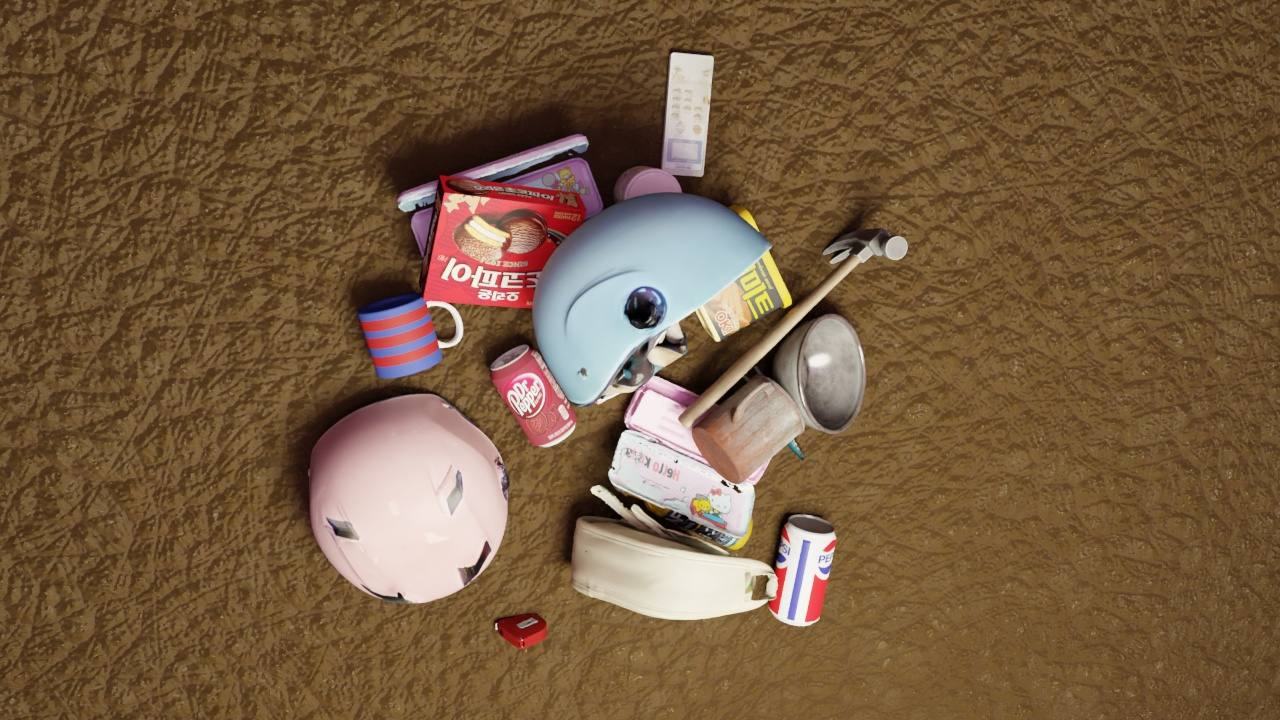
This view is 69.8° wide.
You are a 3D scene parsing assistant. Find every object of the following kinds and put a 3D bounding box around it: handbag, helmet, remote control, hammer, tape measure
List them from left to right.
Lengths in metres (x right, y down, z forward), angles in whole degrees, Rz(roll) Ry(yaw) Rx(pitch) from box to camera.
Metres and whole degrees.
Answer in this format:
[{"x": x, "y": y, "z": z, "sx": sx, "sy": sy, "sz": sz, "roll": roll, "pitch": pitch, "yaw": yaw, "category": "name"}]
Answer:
[{"x": -0.259, "y": 0.176, "z": 1.054, "sx": 0.230, "sy": 0.152, "sz": 0.256, "roll": -19, "pitch": 114, "yaw": -10, "category": "helmet"}, {"x": -0.149, "y": 0.341, "z": 1.170, "sx": 0.051, "sy": 0.059, "sz": 0.019, "roll": -15, "pitch": 110, "yaw": -40, "category": "tape measure"}, {"x": -0.001, "y": -0.078, "z": 0.942, "sx": 0.266, "sy": 0.225, "sz": 0.167, "roll": -33, "pitch": 96, "yaw": 19, "category": "helmet"}, {"x": 0.031, "y": 0.222, "z": 1.092, "sx": 0.183, "sy": 0.229, "sz": 0.132, "roll": 4, "pitch": 92, "yaw": -25, "category": "handbag"}, {"x": 0.054, "y": -0.283, "z": 1.061, "sx": 0.050, "sy": 0.011, "sz": 0.136, "roll": 1, "pitch": 105, "yaw": -12, "category": "remote control"}, {"x": 0.171, "y": -0.036, "z": 1.094, "sx": 0.331, "sy": 0.119, "sz": 0.031, "roll": -46, "pitch": 109, "yaw": 2, "category": "hammer"}]

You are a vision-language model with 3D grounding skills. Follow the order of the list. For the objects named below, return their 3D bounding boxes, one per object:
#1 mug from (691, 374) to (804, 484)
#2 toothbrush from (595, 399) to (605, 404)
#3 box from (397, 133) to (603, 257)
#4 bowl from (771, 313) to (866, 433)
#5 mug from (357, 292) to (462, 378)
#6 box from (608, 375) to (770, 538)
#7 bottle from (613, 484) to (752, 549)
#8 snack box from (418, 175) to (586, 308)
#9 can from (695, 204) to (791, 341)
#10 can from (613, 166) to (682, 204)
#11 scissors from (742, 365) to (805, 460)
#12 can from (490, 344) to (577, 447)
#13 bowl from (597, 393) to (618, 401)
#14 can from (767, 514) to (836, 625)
[{"x": 0.126, "y": 0.074, "z": 1.079, "sx": 0.110, "sy": 0.096, "sz": 0.123, "roll": -42, "pitch": 150, "yaw": -20, "category": "mug"}, {"x": -0.007, "y": 0.007, "z": 1.124, "sx": 0.135, "sy": 0.016, "sz": 0.021, "roll": -43, "pitch": 109, "yaw": 2, "category": "toothbrush"}, {"x": -0.148, "y": -0.173, "z": 0.999, "sx": 0.214, "sy": 0.092, "sz": 0.090, "roll": -20, "pitch": 88, "yaw": -6, "category": "box"}, {"x": 0.211, "y": 0.016, "z": 1.129, "sx": 0.144, "sy": 0.067, "sz": 0.145, "roll": 2, "pitch": 88, "yaw": -45, "category": "bowl"}, {"x": -0.255, "y": -0.035, "z": 1.038, "sx": 0.111, "sy": 0.075, "sz": 0.076, "roll": -24, "pitch": 111, "yaw": -33, "category": "mug"}, {"x": 0.064, "y": 0.120, "z": 1.145, "sx": 0.201, "sy": 0.059, "sz": 0.155, "roll": 26, "pitch": 78, "yaw": -17, "category": "box"}, {"x": 0.054, "y": 0.182, "z": 1.165, "sx": 0.186, "sy": 0.053, "sz": 0.053, "roll": 27, "pitch": 98, "yaw": -17, "category": "bottle"}, {"x": -0.151, "y": -0.123, "z": 0.993, "sx": 0.152, "sy": 0.035, "sz": 0.133, "roll": 3, "pitch": 128, "yaw": -25, "category": "snack box"}, {"x": 0.102, "y": -0.102, "z": 1.090, "sx": 0.101, "sy": 0.072, "sz": 0.131, "roll": -29, "pitch": 109, "yaw": 0, "category": "can"}, {"x": 0.008, "y": -0.186, "z": 1.043, "sx": 0.067, "sy": 0.076, "sz": 0.067, "roll": -3, "pitch": 105, "yaw": -11, "category": "can"}, {"x": 0.192, "y": 0.068, "z": 1.182, "sx": 0.120, "sy": 0.019, "sz": 0.150, "roll": -9, "pitch": 105, "yaw": -9, "category": "scissors"}, {"x": -0.126, "y": 0.043, "z": 1.084, "sx": 0.063, "sy": 0.063, "sz": 0.114, "roll": -30, "pitch": 109, "yaw": -3, "category": "can"}, {"x": -0.059, "y": -0.008, "z": 1.088, "sx": 0.104, "sy": 0.054, "sz": 0.105, "roll": -4, "pitch": 105, "yaw": -15, "category": "bowl"}, {"x": 0.214, "y": 0.278, "z": 1.216, "sx": 0.070, "sy": 0.070, "sz": 0.132, "roll": 6, "pitch": 104, "yaw": -13, "category": "can"}]
